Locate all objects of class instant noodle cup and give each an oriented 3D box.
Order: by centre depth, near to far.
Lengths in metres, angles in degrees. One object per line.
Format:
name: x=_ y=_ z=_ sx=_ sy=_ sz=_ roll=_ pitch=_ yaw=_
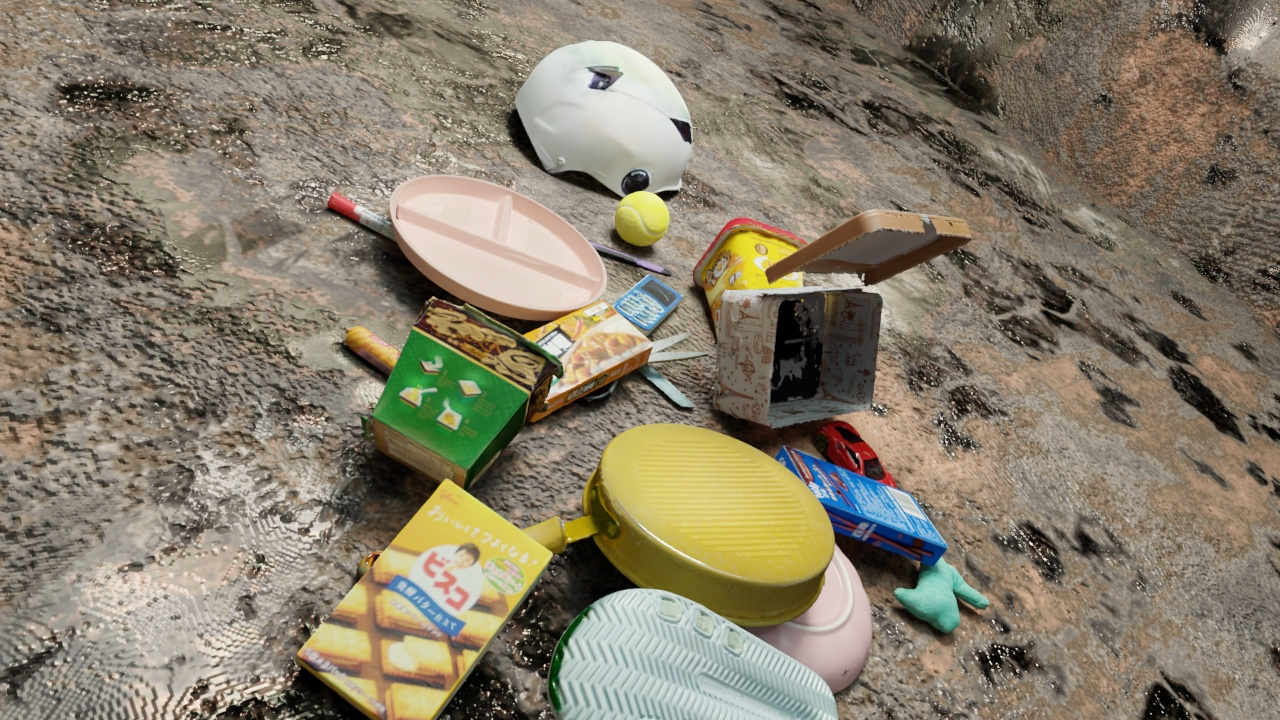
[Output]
instant noodle cup: x=0.131 y=-0.080 z=1.052 sx=0.116 sy=0.116 sz=0.123 roll=15 pitch=48 yaw=-21

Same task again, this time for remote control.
remote control: x=0.006 y=-0.059 z=0.998 sx=0.049 sy=0.024 sz=0.124 roll=34 pitch=31 yaw=6

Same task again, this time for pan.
pan: x=-0.021 y=0.127 z=0.677 sx=0.356 sy=0.078 sz=0.197 roll=5 pitch=29 yaw=-28

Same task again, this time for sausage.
sausage: x=-0.181 y=0.019 z=0.761 sx=0.165 sy=0.022 sz=0.021 roll=34 pitch=34 yaw=5

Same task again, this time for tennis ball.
tennis ball: x=0.002 y=-0.170 z=1.103 sx=0.065 sy=0.066 sz=0.065 roll=20 pitch=35 yaw=-15

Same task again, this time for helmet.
helmet: x=-0.031 y=-0.336 z=1.222 sx=0.258 sy=0.146 sz=0.228 roll=12 pitch=38 yaw=-25

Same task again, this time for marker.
marker: x=-0.241 y=-0.125 z=0.909 sx=0.145 sy=0.017 sz=0.017 roll=28 pitch=34 yaw=-3

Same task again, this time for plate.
plate: x=0.113 y=0.180 z=0.755 sx=0.192 sy=0.039 sz=0.192 roll=20 pitch=35 yaw=-15
plate: x=-0.143 y=-0.114 z=0.929 sx=0.229 sy=0.028 sz=0.229 roll=22 pitch=31 yaw=-14

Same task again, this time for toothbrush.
toothbrush: x=-0.047 y=-0.129 z=1.065 sx=0.189 sy=0.017 sz=0.014 roll=18 pitch=47 yaw=-22

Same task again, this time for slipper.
slipper: x=0.038 y=0.224 z=0.606 sx=0.245 sy=0.074 sz=0.103 roll=29 pitch=51 yaw=-31

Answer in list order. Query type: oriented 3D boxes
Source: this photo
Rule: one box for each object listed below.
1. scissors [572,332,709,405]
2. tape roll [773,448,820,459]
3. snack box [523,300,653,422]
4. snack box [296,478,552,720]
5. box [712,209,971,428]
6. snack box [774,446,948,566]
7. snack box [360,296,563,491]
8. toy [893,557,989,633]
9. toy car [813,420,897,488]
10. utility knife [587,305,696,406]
scissors: x=-0.017 y=-0.004 z=0.898 sx=0.164 sy=0.014 sz=0.163 roll=23 pitch=42 yaw=2
tape roll: x=0.163 y=0.121 z=0.891 sx=0.085 sy=0.014 sz=0.085 roll=20 pitch=35 yaw=-15
snack box: x=-0.066 y=-0.002 z=0.845 sx=0.075 sy=0.026 sz=0.153 roll=42 pitch=46 yaw=23
snack box: x=-0.129 y=0.153 z=0.567 sx=0.087 sy=0.034 sz=0.140 roll=34 pitch=59 yaw=8
box: x=0.188 y=-0.052 z=0.910 sx=0.179 sy=0.270 sz=0.136 roll=-5 pitch=44 yaw=-42
snack box: x=0.202 y=0.134 z=0.849 sx=0.157 sy=0.026 sz=0.084 roll=22 pitch=22 yaw=-20
snack box: x=-0.137 y=0.035 z=0.690 sx=0.117 sy=0.118 sz=0.105 roll=29 pitch=65 yaw=0
toy: x=0.279 y=0.213 z=0.845 sx=0.096 sy=0.030 sz=0.091 roll=33 pitch=36 yaw=1
toy car: x=0.225 y=0.105 z=0.945 sx=0.049 sy=0.031 sz=0.106 roll=-4 pitch=48 yaw=-38
utility knife: x=-0.028 y=-0.024 z=0.937 sx=0.223 sy=0.015 sz=0.033 roll=41 pitch=38 yaw=16
